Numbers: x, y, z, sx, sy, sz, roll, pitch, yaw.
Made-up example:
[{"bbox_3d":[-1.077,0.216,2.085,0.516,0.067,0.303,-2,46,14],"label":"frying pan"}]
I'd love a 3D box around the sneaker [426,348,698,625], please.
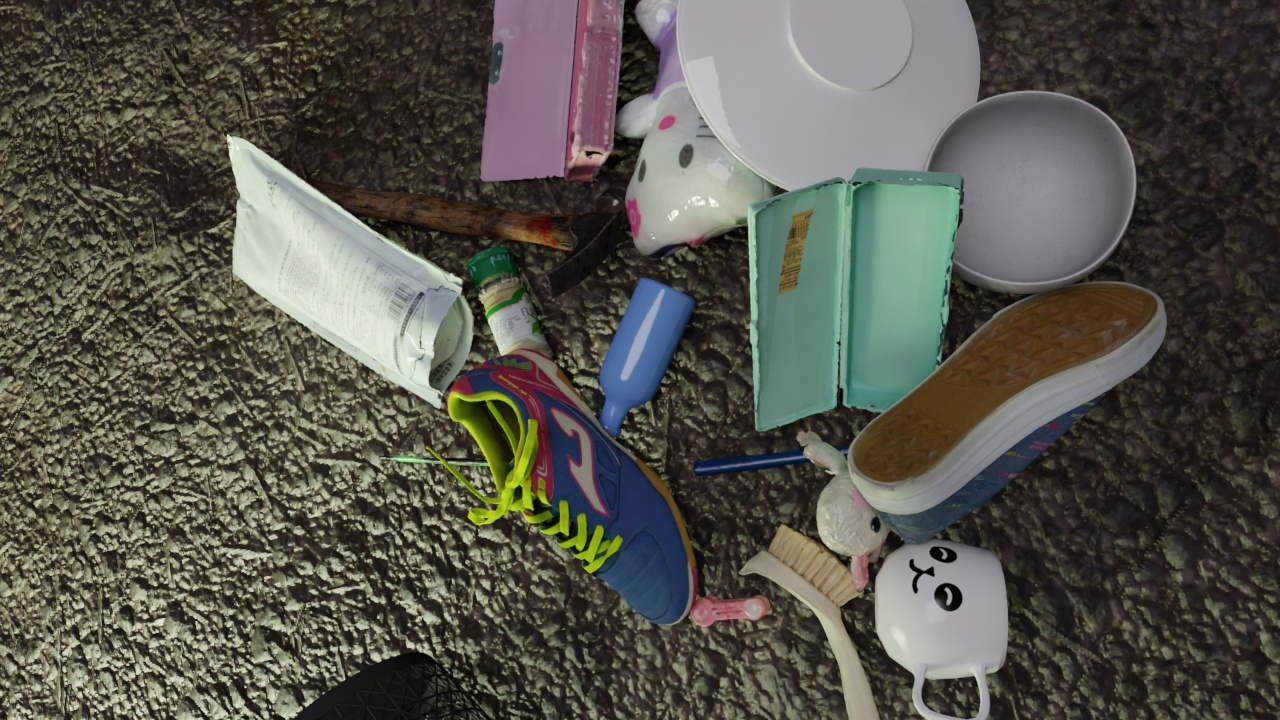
[{"bbox_3d":[-0.057,0.105,0.678,0.242,0.090,0.117,51,129,8],"label":"sneaker"}]

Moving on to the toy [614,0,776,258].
[{"bbox_3d":[0.044,-0.183,0.692,0.138,0.085,0.209,-5,79,44],"label":"toy"}]

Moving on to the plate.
[{"bbox_3d":[0.139,-0.224,0.633,0.229,0.030,0.229,2,82,-12],"label":"plate"}]

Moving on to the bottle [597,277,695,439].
[{"bbox_3d":[-0.004,0.004,0.710,0.048,0.048,0.131,25,93,20],"label":"bottle"}]

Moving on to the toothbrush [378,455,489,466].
[{"bbox_3d":[-0.138,0.084,0.766,0.188,0.014,0.017,2,71,19],"label":"toothbrush"}]

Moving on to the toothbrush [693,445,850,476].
[{"bbox_3d":[0.131,0.065,0.674,0.190,0.016,0.017,-10,73,18],"label":"toothbrush"}]

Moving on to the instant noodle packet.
[{"bbox_3d":[-0.262,-0.076,0.797,0.269,0.057,0.147,32,126,19],"label":"instant noodle packet"}]

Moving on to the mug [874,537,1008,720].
[{"bbox_3d":[0.192,0.175,0.591,0.076,0.090,0.123,0,48,11],"label":"mug"}]

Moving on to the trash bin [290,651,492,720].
[{"bbox_3d":[-0.146,0.356,0.646,0.243,0.216,0.217,44,99,25],"label":"trash bin"}]

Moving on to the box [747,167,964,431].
[{"bbox_3d":[0.136,-0.034,0.604,0.138,0.187,0.056,-2,39,6],"label":"box"}]

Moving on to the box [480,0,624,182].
[{"bbox_3d":[-0.058,-0.265,0.758,0.173,0.075,0.233,1,85,50],"label":"box"}]

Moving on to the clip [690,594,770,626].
[{"bbox_3d":[0.069,0.185,0.685,0.060,0.041,0.023,-9,77,29],"label":"clip"}]

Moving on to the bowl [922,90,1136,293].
[{"bbox_3d":[0.256,-0.109,0.620,0.132,0.064,0.131,-2,84,14],"label":"bowl"}]

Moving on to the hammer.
[{"bbox_3d":[-0.172,-0.118,0.766,0.331,0.119,0.033,11,133,25],"label":"hammer"}]

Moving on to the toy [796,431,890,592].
[{"bbox_3d":[0.146,0.099,0.628,0.050,0.087,0.112,-15,90,37],"label":"toy"}]

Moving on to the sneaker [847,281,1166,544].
[{"bbox_3d":[0.241,0.033,0.601,0.235,0.079,0.087,-33,36,-8],"label":"sneaker"}]

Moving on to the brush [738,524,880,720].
[{"bbox_3d":[0.149,0.242,0.632,0.077,0.062,0.272,-24,82,9],"label":"brush"}]

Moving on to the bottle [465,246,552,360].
[{"bbox_3d":[-0.107,-0.038,0.753,0.043,0.042,0.110,-27,77,15],"label":"bottle"}]
